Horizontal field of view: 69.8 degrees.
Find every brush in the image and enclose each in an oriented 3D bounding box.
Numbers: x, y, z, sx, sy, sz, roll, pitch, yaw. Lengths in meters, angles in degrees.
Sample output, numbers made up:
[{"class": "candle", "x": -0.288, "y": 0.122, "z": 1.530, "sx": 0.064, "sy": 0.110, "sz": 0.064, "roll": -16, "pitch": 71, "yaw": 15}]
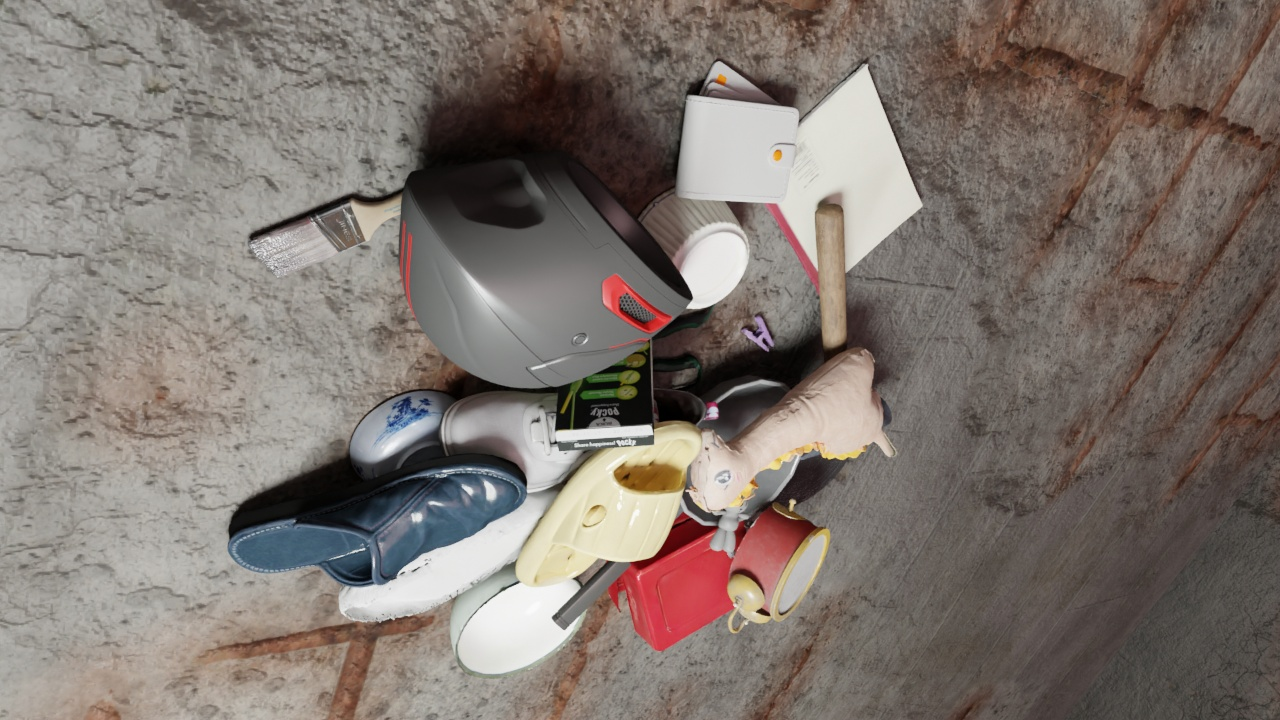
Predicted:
[{"class": "brush", "x": -0.217, "y": -0.105, "z": 0.695, "sx": 0.151, "sy": 0.012, "sz": 0.039, "roll": -27, "pitch": 135, "yaw": -16}]

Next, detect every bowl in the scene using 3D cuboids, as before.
[{"class": "bowl", "x": -0.201, "y": 0.086, "z": 0.833, "sx": 0.114, "sy": 0.045, "sz": 0.114, "roll": -19, "pitch": 132, "yaw": -23}, {"class": "bowl", "x": -0.140, "y": 0.267, "z": 1.000, "sx": 0.153, "sy": 0.073, "sz": 0.154, "roll": -19, "pitch": 131, "yaw": -23}, {"class": "bowl", "x": 0.051, "y": -0.099, "z": 0.853, "sx": 0.115, "sy": 0.062, "sz": 0.115, "roll": -19, "pitch": 132, "yaw": -23}]

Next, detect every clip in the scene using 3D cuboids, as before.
[{"class": "clip", "x": 0.133, "y": -0.032, "z": 1.000, "sx": 0.052, "sy": 0.014, "sz": 0.042, "roll": 14, "pitch": 112, "yaw": -38}]

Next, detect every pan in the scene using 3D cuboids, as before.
[{"class": "pan", "x": 0.038, "y": 0.156, "z": 0.999, "sx": 0.357, "sy": 0.041, "sz": 0.178, "roll": -43, "pitch": 129, "yaw": -9}, {"class": "pan", "x": 0.139, "y": 0.106, "z": 1.097, "sx": 0.356, "sy": 0.040, "sz": 0.208, "roll": 6, "pitch": 119, "yaw": -40}]

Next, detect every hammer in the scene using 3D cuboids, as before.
[{"class": "hammer", "x": 0.213, "y": -0.026, "z": 1.012, "sx": 0.129, "sy": 0.040, "sz": 0.322, "roll": -24, "pitch": 128, "yaw": -16}]

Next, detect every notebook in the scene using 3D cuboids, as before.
[{"class": "notebook", "x": 0.204, "y": -0.176, "z": 0.938, "sx": 0.153, "sy": 0.012, "sz": 0.209, "roll": -42, "pitch": 136, "yaw": 1}]

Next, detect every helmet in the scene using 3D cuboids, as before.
[{"class": "helmet", "x": -0.086, "y": -0.062, "z": 0.711, "sx": 0.170, "sy": 0.164, "sz": 0.264, "roll": -39, "pitch": 147, "yaw": 12}]

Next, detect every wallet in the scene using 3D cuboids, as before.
[{"class": "wallet", "x": 0.088, "y": -0.201, "z": 0.813, "sx": 0.118, "sy": 0.037, "sz": 0.115, "roll": -4, "pitch": 110, "yaw": -32}]

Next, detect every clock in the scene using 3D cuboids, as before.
[{"class": "clock", "x": 0.141, "y": 0.237, "z": 1.042, "sx": 0.158, "sy": 0.081, "sz": 0.117, "roll": -54, "pitch": 150, "yaw": -16}]

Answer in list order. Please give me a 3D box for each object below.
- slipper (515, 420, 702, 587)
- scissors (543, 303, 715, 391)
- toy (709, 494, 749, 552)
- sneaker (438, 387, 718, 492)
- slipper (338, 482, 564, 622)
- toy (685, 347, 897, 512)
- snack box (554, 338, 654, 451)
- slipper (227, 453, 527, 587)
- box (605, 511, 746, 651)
[{"class": "slipper", "x": -0.031, "y": 0.156, "z": 0.848, "sx": 0.111, "sy": 0.079, "sz": 0.262, "roll": 4, "pitch": 139, "yaw": -39}, {"class": "scissors", "x": -0.009, "y": 0.010, "z": 0.932, "sx": 0.209, "sy": 0.015, "sz": 0.142, "roll": -23, "pitch": 135, "yaw": -19}, {"class": "toy", "x": 0.102, "y": 0.153, "z": 0.992, "sx": 0.049, "sy": 0.030, "sz": 0.111, "roll": 14, "pitch": 93, "yaw": -34}, {"class": "sneaker", "x": -0.052, "y": 0.063, "z": 0.848, "sx": 0.262, "sy": 0.096, "sz": 0.129, "roll": 0, "pitch": 165, "yaw": -36}, {"class": "slipper", "x": -0.183, "y": 0.181, "z": 0.898, "sx": 0.247, "sy": 0.074, "sz": 0.112, "roll": -30, "pitch": 136, "yaw": -1}, {"class": "toy", "x": 0.168, "y": 0.096, "z": 0.975, "sx": 0.263, "sy": 0.065, "sz": 0.196, "roll": -37, "pitch": 117, "yaw": -22}, {"class": "snack box", "x": -0.030, "y": 0.016, "z": 0.810, "sx": 0.080, "sy": 0.147, "sz": 0.025, "roll": -4, "pitch": 130, "yaw": 3}, {"class": "slipper", "x": -0.223, "y": 0.158, "z": 0.790, "sx": 0.265, "sy": 0.083, "sz": 0.109, "roll": -14, "pitch": 140, "yaw": -1}, {"class": "box", "x": 0.049, "y": 0.248, "z": 1.094, "sx": 0.157, "sy": 0.112, "sz": 0.135, "roll": -22, "pitch": 128, "yaw": -20}]
